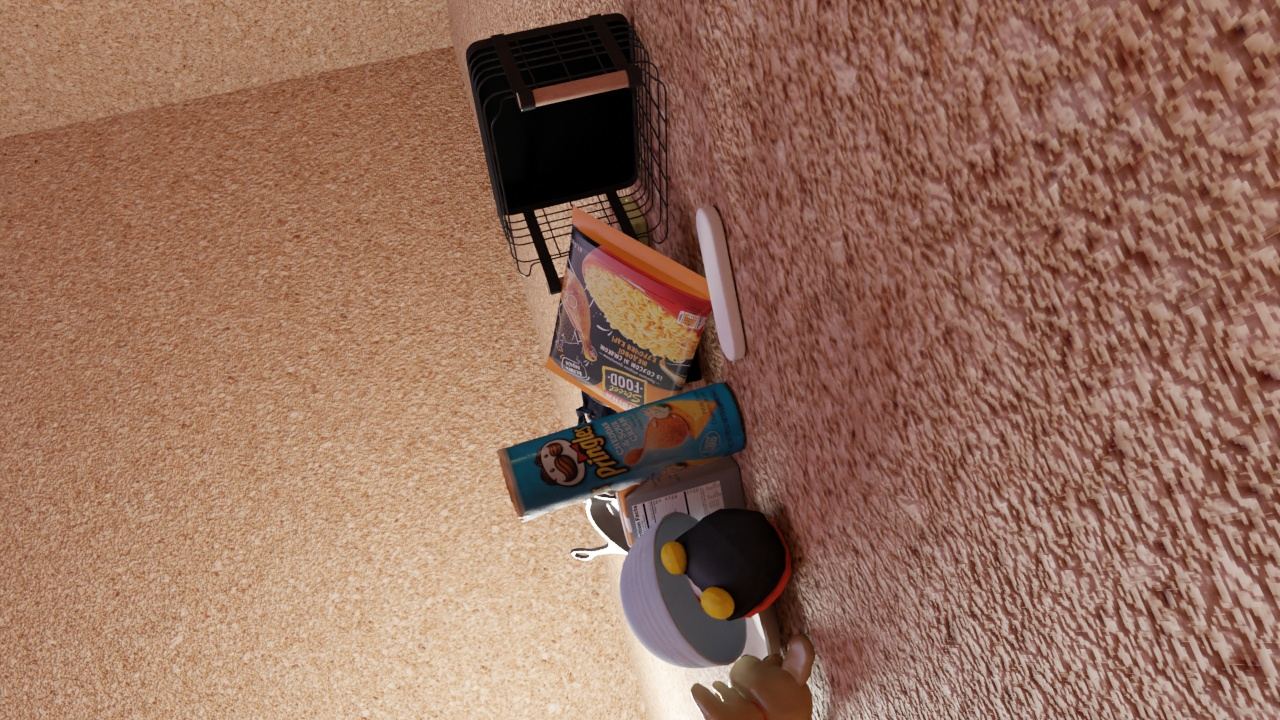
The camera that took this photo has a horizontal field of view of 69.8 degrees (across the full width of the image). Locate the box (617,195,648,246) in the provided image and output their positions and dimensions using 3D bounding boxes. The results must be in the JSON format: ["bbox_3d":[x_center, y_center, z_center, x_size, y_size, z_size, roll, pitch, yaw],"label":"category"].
[{"bbox_3d":[-0.015,-0.089,1.101,0.130,0.064,0.188,-54,-31,-43],"label":"box"}]

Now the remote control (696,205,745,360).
[{"bbox_3d":[0.069,-0.066,0.793,0.043,0.013,0.136,-137,34,-72],"label":"remote control"}]

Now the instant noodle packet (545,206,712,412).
[{"bbox_3d":[-0.016,-0.029,0.914,0.160,0.032,0.221,30,136,15],"label":"instant noodle packet"}]

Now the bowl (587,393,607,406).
[{"bbox_3d":[-0.006,0.006,1.061,0.065,0.116,0.116,31,-146,-57],"label":"bowl"}]

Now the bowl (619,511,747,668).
[{"bbox_3d":[0.030,0.229,0.881,0.150,0.075,0.150,42,-149,-33],"label":"bowl"}]

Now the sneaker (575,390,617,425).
[{"bbox_3d":[-0.059,0.046,1.368,0.121,0.127,0.294,156,100,-79],"label":"sneaker"}]

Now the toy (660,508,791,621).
[{"bbox_3d":[0.091,0.189,0.836,0.097,0.099,0.119,41,174,39],"label":"toy"}]

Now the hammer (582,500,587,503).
[{"bbox_3d":[0.012,0.135,1.126,0.327,0.177,0.079,-25,44,61],"label":"hammer"}]

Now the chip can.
[{"bbox_3d":[-0.018,0.088,0.883,0.080,0.229,0.080,163,91,-83],"label":"chip can"}]

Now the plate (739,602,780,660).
[{"bbox_3d":[0.116,0.259,0.982,0.189,0.027,0.188,164,91,-80],"label":"plate"}]

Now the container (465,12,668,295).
[{"bbox_3d":[-0.065,-0.201,0.899,0.242,0.162,0.130,87,165,-51],"label":"container"}]

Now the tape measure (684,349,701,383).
[{"bbox_3d":[0.029,-0.005,0.969,0.038,0.062,0.067,-125,23,-64],"label":"tape measure"}]

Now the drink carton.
[{"bbox_3d":[0.039,0.142,0.946,0.048,0.124,0.076,-129,26,-68],"label":"drink carton"}]

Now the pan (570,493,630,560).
[{"bbox_3d":[-0.008,0.235,1.203,0.216,0.024,0.356,38,150,-15],"label":"pan"}]

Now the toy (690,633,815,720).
[{"bbox_3d":[0.108,0.322,0.859,0.106,0.108,0.134,33,139,56],"label":"toy"}]
